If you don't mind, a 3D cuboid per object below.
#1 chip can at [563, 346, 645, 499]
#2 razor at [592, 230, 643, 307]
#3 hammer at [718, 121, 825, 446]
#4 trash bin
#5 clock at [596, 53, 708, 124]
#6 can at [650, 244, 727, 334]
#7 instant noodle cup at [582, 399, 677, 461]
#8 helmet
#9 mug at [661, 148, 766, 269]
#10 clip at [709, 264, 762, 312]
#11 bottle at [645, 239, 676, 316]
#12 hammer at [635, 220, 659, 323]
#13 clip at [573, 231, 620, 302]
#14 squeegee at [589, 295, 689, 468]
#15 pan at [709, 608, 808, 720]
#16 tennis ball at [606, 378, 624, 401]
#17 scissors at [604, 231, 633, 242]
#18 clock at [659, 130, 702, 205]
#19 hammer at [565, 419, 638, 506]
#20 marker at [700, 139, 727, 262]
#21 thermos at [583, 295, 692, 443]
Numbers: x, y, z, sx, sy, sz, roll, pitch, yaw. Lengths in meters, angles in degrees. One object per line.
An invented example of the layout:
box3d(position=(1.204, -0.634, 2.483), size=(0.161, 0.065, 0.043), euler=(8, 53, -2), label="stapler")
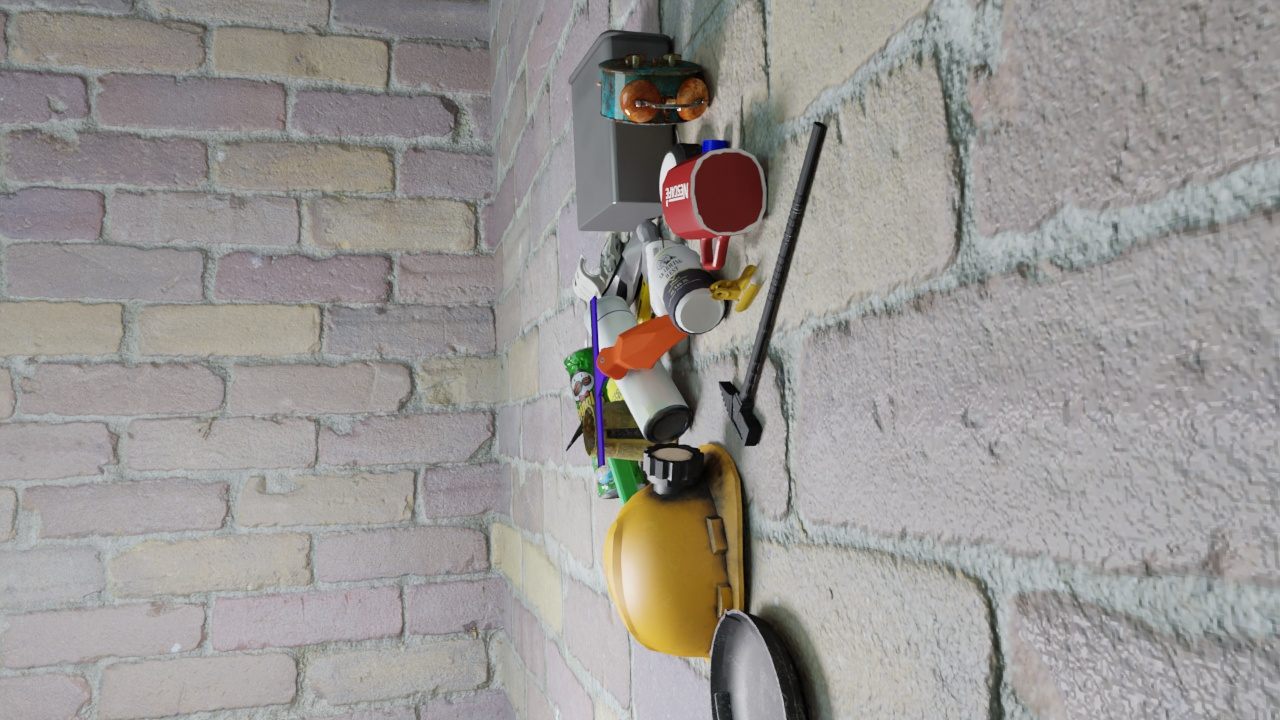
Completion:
box3d(position=(-0.053, 0.093, 1.351), size=(0.076, 0.075, 0.223), euler=(125, 132, -65), label="chip can")
box3d(position=(-0.021, -0.121, 1.332), size=(0.157, 0.060, 0.057), euler=(-57, 43, 29), label="razor")
box3d(position=(0.125, -0.072, 0.875), size=(0.095, 0.015, 0.326), euler=(-111, 26, -52), label="hammer")
box3d(position=(-0.026, -0.301, 1.240), size=(0.192, 0.097, 0.219), euler=(169, 99, -71), label="trash bin")
box3d(position=(0.016, -0.316, 1.062), size=(0.157, 0.121, 0.073), euler=(-130, 37, -57), label="clock")
box3d(position=(0.051, -0.085, 1.043), size=(0.127, 0.064, 0.064), euler=(-113, 27, -54), label="can")
box3d(position=(-0.016, 0.092, 1.211), size=(0.102, 0.108, 0.102), euler=(179, 91, -72), label="instant noodle cup")
box3d(position=(0.025, 0.224, 1.033), size=(0.205, 0.131, 0.255), euler=(-138, 48, -69), label="helmet")
box3d(position=(0.074, -0.151, 0.934), size=(0.096, 0.080, 0.116), euler=(-162, 65, -74), label="mug")
box3d(position=(0.097, -0.070, 0.930), size=(0.046, 0.048, 0.054), euler=(42, 149, 9), label="clip")
box3d(position=(0.031, -0.092, 1.158), size=(0.041, 0.041, 0.116), euler=(134, 133, -69), label="bottle")
box3d(position=(-0.002, -0.031, 1.313), size=(0.127, 0.029, 0.324), euler=(-107, 21, -44), label="hammer")
box3d(position=(-0.072, -0.118, 1.452), size=(0.127, 0.110, 0.150), euler=(129, 146, -78), label="clip")
box3d(position=(0.002, -0.016, 1.109), size=(0.185, 0.055, 0.249), euler=(-27, 52, 31), label="squeegee")
box3d(position=(0.098, 0.381, 0.953), size=(0.358, 0.040, 0.207), euler=(114, 151, -59), label="pan")
box3d(position=(-0.013, 0.040, 1.278), size=(0.065, 0.065, 0.065), euler=(179, 91, -75), label="tennis ball")
box3d(position=(-0.028, -0.217, 1.413), size=(0.180, 0.015, 0.199), euler=(123, 142, -62), label="scissors")
box3d(position=(0.051, -0.206, 1.076), size=(0.122, 0.043, 0.091), euler=(-107, 22, -45), label="clock")
box3d(position=(-0.009, 0.206, 1.235), size=(0.032, 0.130, 0.318), euler=(-56, 46, 53), label="hammer")
box3d(position=(0.079, -0.174, 1.012), size=(0.027, 0.023, 0.133), euler=(16, 107, 54), label="marker")
box3d(position=(-0.007, 0.007, 1.190), size=(0.230, 0.067, 0.068), euler=(-119, 31, -43), label="thermos")
